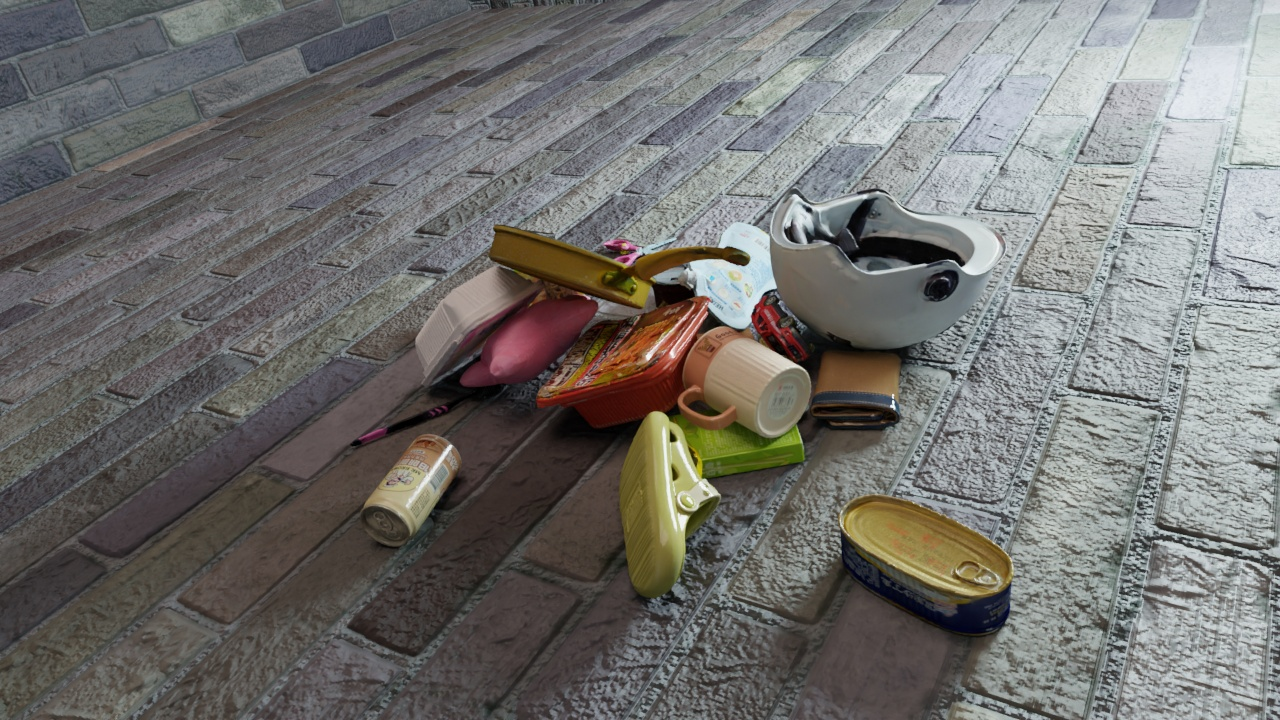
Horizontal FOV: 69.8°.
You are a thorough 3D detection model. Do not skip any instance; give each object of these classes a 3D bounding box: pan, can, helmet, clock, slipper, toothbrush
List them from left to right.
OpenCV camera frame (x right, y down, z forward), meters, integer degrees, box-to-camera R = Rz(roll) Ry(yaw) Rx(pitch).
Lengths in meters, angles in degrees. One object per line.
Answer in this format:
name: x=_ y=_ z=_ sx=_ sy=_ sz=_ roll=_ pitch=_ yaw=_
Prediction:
can: x=-0.233 y=0.131 z=0.940 sx=0.059 sy=0.058 sz=0.116 roll=2 pitch=34 yaw=20
toothbrush: x=-0.253 y=0.066 z=1.095 sx=0.189 sy=0.014 sz=0.018 roll=-23 pitch=43 yaw=-17
pan: x=-0.024 y=-0.107 z=1.009 sx=0.197 sy=0.078 sz=0.358 roll=17 pitch=2 yaw=-43
slipper: x=0.028 y=0.134 z=0.839 sx=0.081 sy=0.092 sz=0.190 roll=16 pitch=39 yaw=-16
clock: x=0.056 y=-0.106 z=1.230 sx=0.082 sy=0.055 sz=0.121 roll=-4 pitch=31 yaw=13
helmet: x=0.271 y=-0.093 z=1.054 sx=0.258 sy=0.146 sz=0.228 roll=0 pitch=31 yaw=-13
can: x=0.229 y=0.164 z=0.747 sx=0.074 sy=0.049 sz=0.148 roll=-33 pitch=38 yaw=-31

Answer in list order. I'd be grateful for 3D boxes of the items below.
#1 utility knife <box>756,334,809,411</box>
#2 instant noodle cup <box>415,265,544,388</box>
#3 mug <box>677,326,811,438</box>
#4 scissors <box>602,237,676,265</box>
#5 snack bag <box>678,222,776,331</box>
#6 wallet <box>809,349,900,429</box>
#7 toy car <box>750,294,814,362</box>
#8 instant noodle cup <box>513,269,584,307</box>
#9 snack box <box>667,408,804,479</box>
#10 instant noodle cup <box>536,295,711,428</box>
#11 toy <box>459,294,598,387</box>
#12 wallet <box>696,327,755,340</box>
utility knife: x=0.163 y=0.010 z=1.041 sx=0.031 sy=0.020 sz=0.187 roll=-8 pitch=24 yaw=-1
instant noodle cup: x=-0.208 y=-0.048 z=1.123 sx=0.137 sy=0.060 sz=0.174 roll=-38 pitch=-4 yaw=-40
mug: x=0.096 y=0.029 z=0.924 sx=0.114 sy=0.082 sz=0.106 roll=-33 pitch=40 yaw=-23
scissors: x=-0.004 y=-0.161 z=1.379 sx=0.133 sy=0.017 sz=0.130 roll=10 pitch=35 yaw=25
snack bag: x=0.126 y=-0.111 z=1.189 sx=0.039 sy=0.110 sz=0.190 roll=-43 pitch=2 yaw=44
wallet: x=0.232 y=0.028 z=0.982 sx=0.090 sy=0.033 sz=0.115 roll=2 pitch=33 yaw=16
toy car: x=0.161 y=-0.034 z=1.060 sx=0.045 sy=0.053 sz=0.120 roll=-39 pitch=23 yaw=7
instant noodle cup: x=-0.126 y=-0.099 z=1.240 sx=0.112 sy=0.112 sz=0.123 roll=-9 pitch=23 yaw=4
snack box: x=0.083 y=0.082 z=0.946 sx=0.156 sy=0.026 sz=0.085 roll=-10 pitch=32 yaw=2
instant noodle cup: x=-0.006 y=0.006 z=1.016 sx=0.189 sy=0.079 sz=0.164 roll=-17 pitch=24 yaw=36
toy: x=-0.130 y=-0.026 z=1.116 sx=0.194 sy=0.074 sz=0.179 roll=-38 pitch=11 yaw=-26
wallet: x=0.085 y=-0.005 z=1.094 sx=0.115 sy=0.020 sz=0.101 roll=-9 pitch=31 yaw=-1
